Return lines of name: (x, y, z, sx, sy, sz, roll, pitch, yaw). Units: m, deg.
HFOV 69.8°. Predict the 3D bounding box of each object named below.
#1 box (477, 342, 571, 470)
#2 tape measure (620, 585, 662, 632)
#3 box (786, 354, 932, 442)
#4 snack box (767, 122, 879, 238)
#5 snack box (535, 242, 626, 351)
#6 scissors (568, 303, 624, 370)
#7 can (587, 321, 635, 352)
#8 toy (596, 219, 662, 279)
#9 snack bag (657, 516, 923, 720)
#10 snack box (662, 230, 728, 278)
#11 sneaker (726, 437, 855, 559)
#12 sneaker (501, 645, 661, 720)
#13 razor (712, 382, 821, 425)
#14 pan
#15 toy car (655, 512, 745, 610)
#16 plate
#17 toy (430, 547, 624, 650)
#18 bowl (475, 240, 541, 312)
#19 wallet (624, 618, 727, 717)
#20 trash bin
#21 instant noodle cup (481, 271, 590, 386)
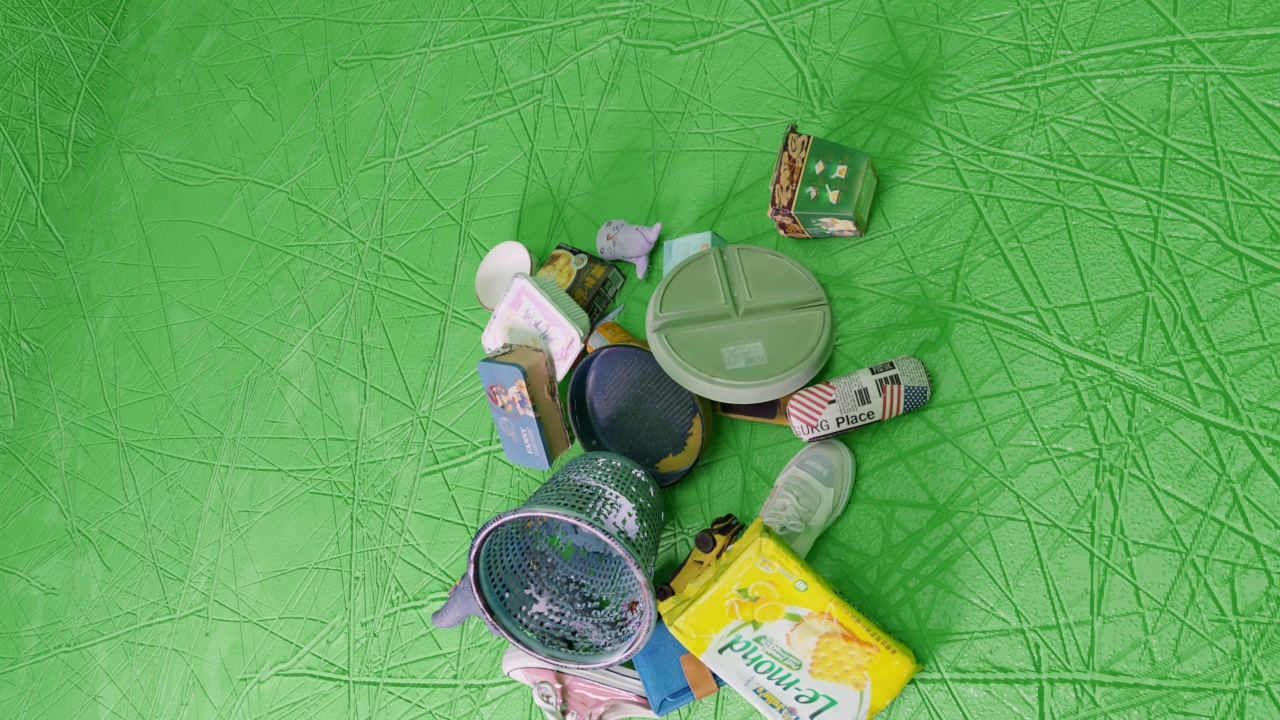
box: (-0.158, 0.068, 1.272, 0.090, 0.062, 0.184, 6, 120, 37)
tape measure: (0.006, 0.314, 1.147, 0.058, 0.039, 0.057, -23, 60, 22)
box: (0.243, 0.043, 1.028, 0.164, 0.060, 0.072, -16, 107, -1)
snack box: (0.227, -0.209, 1.113, 0.106, 0.118, 0.117, 13, 84, 25)
snack box: (-0.100, -0.095, 1.325, 0.113, 0.053, 0.125, 25, 76, 34)
scissors: (-0.075, -0.042, 1.326, 0.133, 0.017, 0.133, -40, 57, 14)
can: (-0.007, 0.007, 1.232, 0.146, 0.058, 0.058, 41, 101, 33)
toy: (-0.021, -0.166, 1.310, 0.108, 0.039, 0.084, 20, 92, 36)
snack bag: (0.160, 0.291, 0.970, 0.246, 0.068, 0.158, 41, 104, -2)
snack box: (0.072, -0.079, 1.210, 0.074, 0.051, 0.174, -8, 72, 33)
sneaker: (0.158, 0.192, 1.044, 0.089, 0.090, 0.242, 28, 92, 36)
sneaker: (-0.081, 0.416, 1.140, 0.241, 0.118, 0.087, 3, 57, 30)
razor: (0.159, 0.056, 1.105, 0.168, 0.067, 0.062, 1, 94, 42)
pan: (-0.053, 0.123, 1.197, 0.197, 0.078, 0.359, 46, 125, 8)
toy car: (0.068, 0.244, 1.093, 0.041, 0.071, 0.156, 41, 109, 15)
plate: (0.121, -0.053, 1.108, 0.230, 0.027, 0.229, -2, 58, 3)
toy: (-0.155, 0.319, 1.228, 0.357, 0.091, 0.138, -2, 87, 37)
bowl: (-0.191, -0.119, 1.402, 0.114, 0.062, 0.113, -11, 69, 31)
wallet: (0.058, 0.343, 1.073, 0.133, 0.040, 0.106, -25, 56, -2)
trash bin: (-0.064, 0.218, 1.100, 0.227, 0.194, 0.227, 8, 118, 15)
instant noodle cup: (-0.138, -0.038, 1.275, 0.138, 0.060, 0.174, 46, 135, 9)
